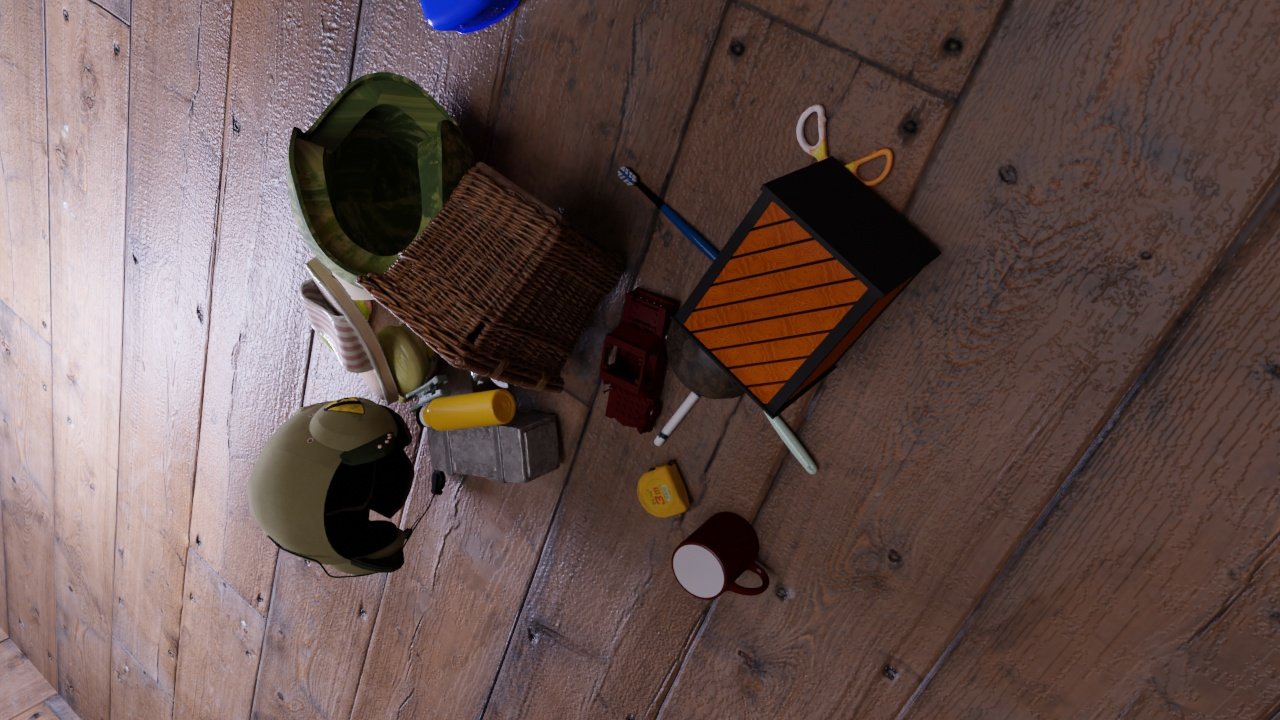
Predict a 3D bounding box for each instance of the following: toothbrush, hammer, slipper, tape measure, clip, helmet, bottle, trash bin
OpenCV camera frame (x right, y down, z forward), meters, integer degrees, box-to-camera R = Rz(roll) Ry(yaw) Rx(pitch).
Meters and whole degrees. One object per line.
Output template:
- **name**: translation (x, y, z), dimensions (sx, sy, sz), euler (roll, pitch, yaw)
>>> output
- **toothbrush**: translation (0.036, -0.157, 1.011), dimensions (0.167, 0.014, 0.014), euler (45, 115, 13)
- **hammer**: translation (-0.206, -0.004, 1.201), dimensions (0.177, 0.079, 0.326), euler (3, 103, 34)
- **slipper**: translation (-0.379, -0.026, 1.185), dimensions (0.115, 0.052, 0.263), euler (40, 156, 29)
- **slipper**: translation (-0.318, 0.001, 1.275), dimensions (0.091, 0.081, 0.191), euler (55, 154, 4)
- **tape measure**: translation (0.027, 0.161, 1.122), dimensions (0.059, 0.030, 0.068), euler (-22, 91, 38)
- **clip**: translation (-0.280, 0.044, 1.207), dimensions (0.076, 0.023, 0.044), euler (-28, 74, 36)
- **toothbrush**: translation (0.146, 0.062, 1.014), dimensions (0.022, 0.015, 0.154), euler (-38, 83, 8)
- **helmet**: translation (-0.400, 0.158, 1.259), dimensions (0.233, 0.254, 0.250), euler (12, 113, 27)
- **toothbrush**: translation (0.063, 0.037, 1.065), dimensions (0.017, 0.012, 0.187), euler (53, 128, 24)
- **helmet**: translation (-0.297, -0.201, 1.089), dimensions (0.213, 0.246, 0.244), euler (-5, 123, -4)
- **bottle**: translation (-0.224, 0.064, 1.155), dimensions (0.144, 0.043, 0.043), euler (-9, 102, 34)
- **trash bin**: translation (0.155, -0.071, 0.873), dimensions (0.139, 0.139, 0.172), euler (45, 131, 13)

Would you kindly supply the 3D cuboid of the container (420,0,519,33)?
- **container**: translation (-0.203, -0.431, 1.048), dimensions (0.114, 0.058, 0.096), euler (-10, 101, 36)

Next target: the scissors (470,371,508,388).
- **scissors**: translation (-0.214, -0.004, 1.150), dimensions (0.146, 0.019, 0.133), euler (-24, 78, 38)

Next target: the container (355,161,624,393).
- **container**: translation (-0.143, -0.089, 1.011), dimensions (0.162, 0.249, 0.183), euler (36, 94, 19)

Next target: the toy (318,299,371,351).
- **toy**: translation (-0.432, -0.062, 1.344), dimensions (0.090, 0.051, 0.110), euler (51, 124, 6)

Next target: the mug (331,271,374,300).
- **mug**: translation (-0.355, -0.142, 1.233), dimensions (0.100, 0.096, 0.120), euler (0, 111, 23)

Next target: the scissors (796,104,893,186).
- **scissors**: translation (0.184, -0.191, 0.898), dimensions (0.126, 0.011, 0.131), euler (-18, 96, 37)

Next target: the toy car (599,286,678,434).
- **toy car**: translation (-0.006, 0.006, 1.069), dimensions (0.070, 0.061, 0.170), euler (24, 119, 26)

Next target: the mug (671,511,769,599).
- **mug**: translation (0.100, 0.236, 1.066), dimensions (0.106, 0.082, 0.073), euler (37, 124, 18)

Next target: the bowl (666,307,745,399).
- **bowl**: translation (0.072, -0.014, 0.997), dimensions (0.121, 0.056, 0.121), euler (9, 103, 40)
